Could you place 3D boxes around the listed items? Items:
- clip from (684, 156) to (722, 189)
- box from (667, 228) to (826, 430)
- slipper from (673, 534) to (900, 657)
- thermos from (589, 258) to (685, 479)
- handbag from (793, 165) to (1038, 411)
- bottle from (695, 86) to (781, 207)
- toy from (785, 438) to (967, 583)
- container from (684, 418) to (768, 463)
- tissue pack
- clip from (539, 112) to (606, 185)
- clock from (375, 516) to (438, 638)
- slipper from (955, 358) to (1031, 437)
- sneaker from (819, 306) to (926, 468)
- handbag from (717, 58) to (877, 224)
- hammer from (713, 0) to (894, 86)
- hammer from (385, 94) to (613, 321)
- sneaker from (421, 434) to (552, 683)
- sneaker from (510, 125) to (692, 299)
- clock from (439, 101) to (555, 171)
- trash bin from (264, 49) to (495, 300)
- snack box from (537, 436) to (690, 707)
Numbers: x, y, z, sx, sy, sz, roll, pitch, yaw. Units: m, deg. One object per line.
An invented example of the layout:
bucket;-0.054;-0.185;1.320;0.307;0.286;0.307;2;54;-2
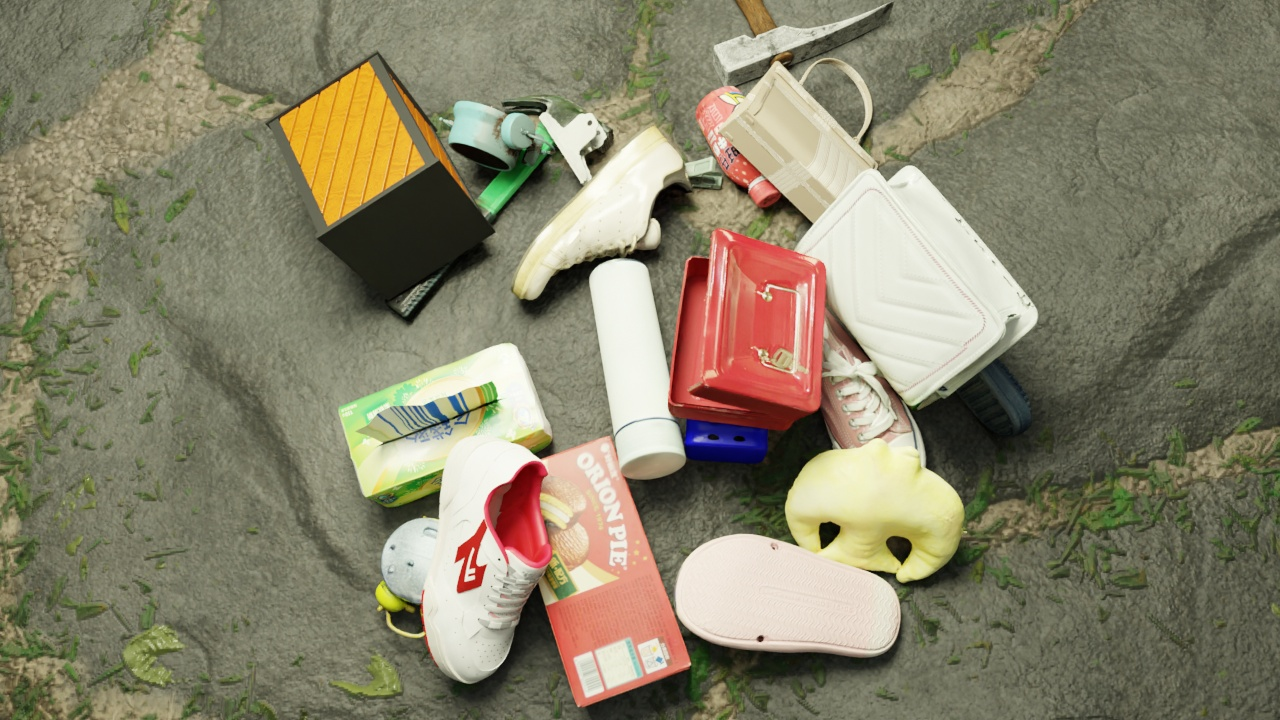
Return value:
clip;0.053;-0.211;1.043;0.076;0.061;0.023;1;70;19
box;0.098;-0.019;0.860;0.137;0.127;0.157;14;68;-14
slipper;0.142;0.229;0.881;0.221;0.056;0.106;11;72;-4
thermos;-0.006;0.005;0.935;0.068;0.068;0.229;-10;60;0
handbag;0.250;-0.067;0.855;0.096;0.142;0.198;-18;68;-42
bottle;0.115;-0.236;1.029;0.062;0.062;0.137;-24;73;-5
toy;0.227;0.141;0.875;0.170;0.155;0.064;12;28;9
container;0.088;0.041;0.930;0.084;0.085;0.113;3;73;5
tissue pack;-0.198;0.058;0.911;0.197;0.141;0.120;-27;72;-5
clip;-0.067;-0.250;1.037;0.054;0.043;0.101;-33;74;6
clock;-0.214;0.213;0.907;0.083;0.057;0.119;16;73;8
slipper;0.325;-0.047;0.937;0.082;0.101;0.263;-32;76;-8
sneaker;0.210;0.024;0.924;0.118;0.088;0.241;-31;75;-7
handbag;0.202;-0.263;1.015;0.175;0.062;0.197;41;59;-14
hammer;0.148;-0.492;1.124;0.217;0.037;0.300;-21;71;-4
hammer;-0.175;-0.176;1.045;0.130;0.032;0.318;35;78;12
sneaker;-0.130;0.193;0.847;0.104;0.090;0.236;11;94;41
sneaker;-0.036;-0.141;1.005;0.102;0.089;0.241;43;84;-5
clock;-0.153;-0.242;1.003;0.124;0.090;0.053;18;86;14
trash bin;-0.274;-0.194;0.976;0.140;0.140;0.171;-32;64;1
snack box;-0.043;0.203;0.897;0.113;0.060;0.236;-20;72;-3
